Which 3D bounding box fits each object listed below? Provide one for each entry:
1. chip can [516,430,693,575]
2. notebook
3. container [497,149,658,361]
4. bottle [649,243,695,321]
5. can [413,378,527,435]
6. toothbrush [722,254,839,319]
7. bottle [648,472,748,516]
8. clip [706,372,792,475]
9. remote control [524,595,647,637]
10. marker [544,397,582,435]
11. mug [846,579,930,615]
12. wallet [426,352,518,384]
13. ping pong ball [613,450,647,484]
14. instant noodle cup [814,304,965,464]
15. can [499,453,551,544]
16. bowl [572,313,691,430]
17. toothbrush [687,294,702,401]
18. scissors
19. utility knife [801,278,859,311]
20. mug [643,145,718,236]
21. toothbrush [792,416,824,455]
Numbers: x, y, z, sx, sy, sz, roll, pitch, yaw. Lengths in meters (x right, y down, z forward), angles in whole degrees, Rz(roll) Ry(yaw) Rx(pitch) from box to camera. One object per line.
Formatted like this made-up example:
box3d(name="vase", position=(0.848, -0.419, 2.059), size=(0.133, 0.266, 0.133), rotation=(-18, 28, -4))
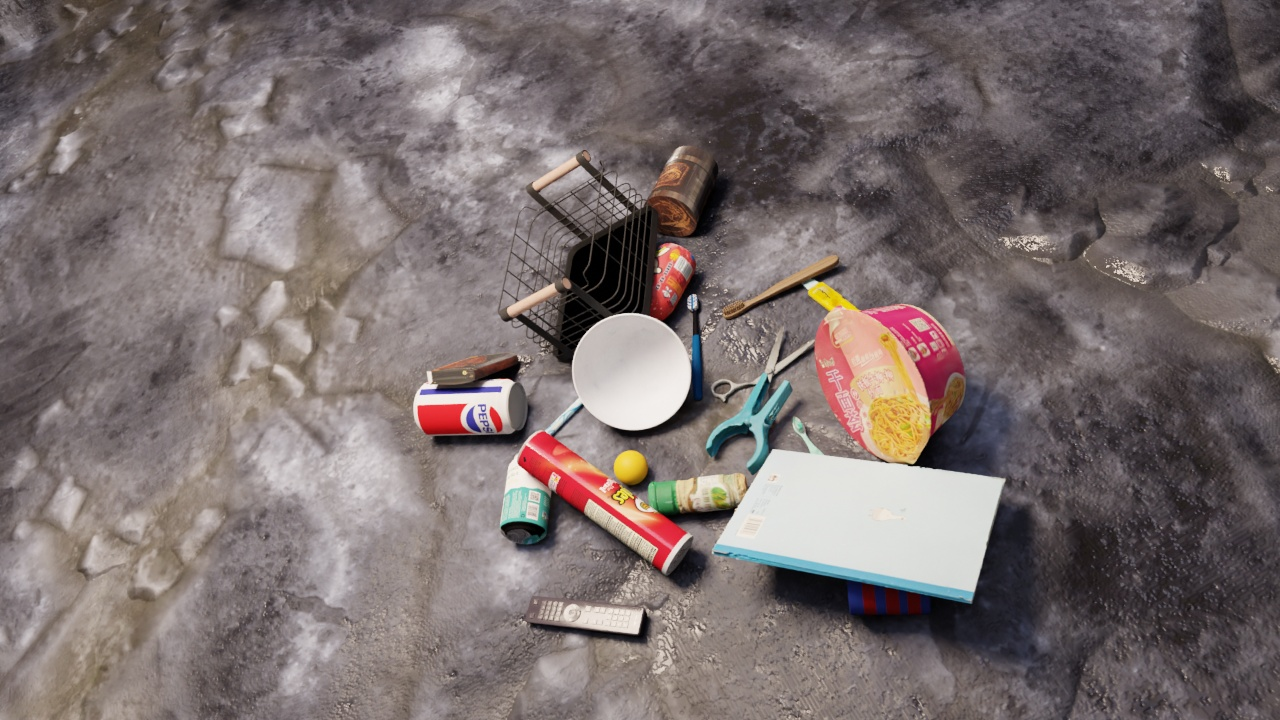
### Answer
box3d(name="chip can", position=(-0.042, 0.156, 1.029), size=(0.215, 0.052, 0.051), rotation=(33, 68, 19))
box3d(name="notebook", position=(0.221, 0.158, 0.929), size=(0.254, 0.009, 0.180), rotation=(5, 33, 30))
box3d(name="container", position=(-0.084, -0.135, 1.210), size=(0.163, 0.130, 0.240), rotation=(-23, 45, 33))
box3d(name="bottle", position=(0.021, -0.088, 1.221), size=(0.062, 0.062, 0.137), rotation=(14, 58, 26))
box3d(name="can", position=(-0.218, 0.061, 1.181), size=(0.132, 0.070, 0.070), rotation=(-3, 53, 16))
box3d(name="toothbrush", position=(0.183, -0.097, 1.197), size=(0.167, 0.016, 0.016), rotation=(-26, 45, 3))
box3d(name="bottle", position=(0.066, 0.153, 1.037), size=(0.111, 0.043, 0.043), rotation=(-8, 52, 11))
box3d(name="clip", position=(0.143, 0.083, 1.062), size=(0.130, 0.031, 0.121), rotation=(-39, 47, -4))
box3d(name="remote control", position=(-0.060, 0.279, 0.999), size=(0.137, 0.015, 0.032), rotation=(0, 54, 21))
box3d(name="marker", position=(-0.080, 0.056, 1.177), size=(0.013, 0.013, 0.141), rotation=(33, 70, 35))
box3d(name="mug", position=(0.248, 0.205, 0.925), size=(0.076, 0.075, 0.111), rotation=(-5, 27, 15))
box3d(name="wallet", position=(-0.218, 0.011, 1.199), size=(0.072, 0.019, 0.122), rotation=(-6, 8, 19))
box3d(name="ping pong ball", position=(-0.011, 0.127, 1.082), size=(0.040, 0.040, 0.040), rotation=(-9, 52, 11))
box3d(name="instant noodle cup", position=(0.277, 0.014, 1.001), size=(0.077, 0.179, 0.178), rotation=(-24, 48, -22))
box3d(name="can", position=(-0.134, 0.162, 1.086), size=(0.055, 0.055, 0.101), rotation=(-7, 52, 13))
box3d(name="bowl", position=(-0.007, 0.007, 1.135), size=(0.144, 0.144, 0.074), rotation=(-11, 12, 10))
box3d(name="toothbrush", position=(0.071, -0.018, 1.183), size=(0.014, 0.014, 0.167), rotation=(-16, 49, 20))
box3d(name="scissors", position=(0.158, 0.029, 1.119), size=(0.142, 0.014, 0.161), rotation=(-20, 51, 7))
box3d(name="utility knife", position=(0.258, -0.059, 1.154), size=(0.030, 0.017, 0.165), rotation=(-32, 47, -14))
box3d(name="mug", position=(0.047, -0.241, 1.328), size=(0.116, 0.080, 0.107), rotation=(-11, 45, 44))
box3d(name="toothbrush", position=(0.204, 0.115, 1.036), size=(0.022, 0.017, 0.135), rotation=(-28, 50, 2))
